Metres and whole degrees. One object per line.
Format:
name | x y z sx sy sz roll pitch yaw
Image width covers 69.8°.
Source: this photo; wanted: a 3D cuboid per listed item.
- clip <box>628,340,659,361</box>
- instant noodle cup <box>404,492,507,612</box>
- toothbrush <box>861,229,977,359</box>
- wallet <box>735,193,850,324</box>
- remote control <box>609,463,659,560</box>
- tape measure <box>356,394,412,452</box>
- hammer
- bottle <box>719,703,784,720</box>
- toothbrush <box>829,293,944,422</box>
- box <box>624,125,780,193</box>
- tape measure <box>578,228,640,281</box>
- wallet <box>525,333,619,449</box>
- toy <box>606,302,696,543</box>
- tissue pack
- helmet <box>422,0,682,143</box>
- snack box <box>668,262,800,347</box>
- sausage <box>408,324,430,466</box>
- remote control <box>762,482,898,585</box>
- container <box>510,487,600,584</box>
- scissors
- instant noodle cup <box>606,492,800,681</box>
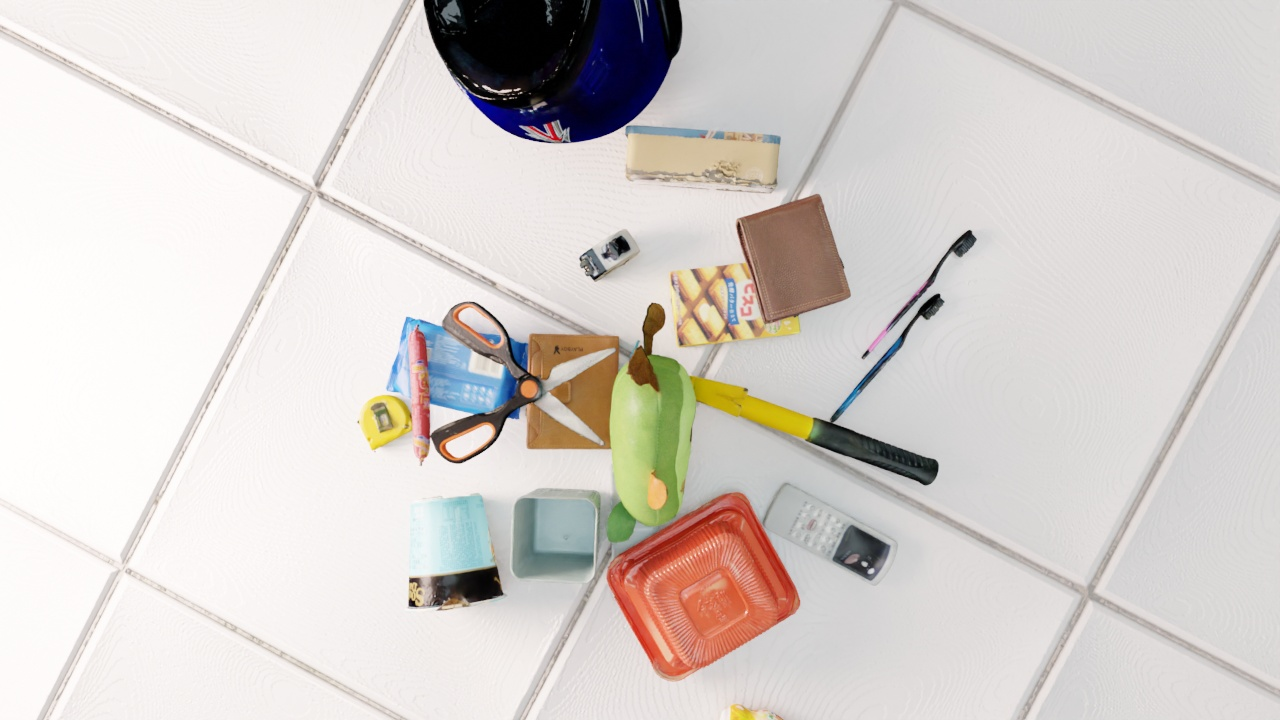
clip | -0.005 0.007 1.051 0.034 0.013 0.054 38 89 3
instant noodle cup | -0.209 0.210 1.019 0.111 0.111 0.120 -7 82 2
toothbrush | 0.315 -0.072 1.038 0.018 0.014 0.189 40 92 -10
wallet | 0.167 -0.111 1.005 0.101 0.032 0.124 -17 90 -6
remote control | -0.006 0.181 1.047 0.056 0.020 0.136 -2 89 1
tape measure | -0.295 0.068 1.055 0.060 0.029 0.057 -27 88 2
hammer | 0.187 0.076 1.007 0.300 0.129 0.033 20 88 -8
bottle | 0.141 0.422 1.020 0.108 0.063 0.063 11 90 3
toothbrush | 0.279 -0.001 1.039 0.016 0.014 0.189 39 92 -22
box | 0.061 -0.221 1.010 0.184 0.089 0.061 6 96 1
tape measure | -0.034 -0.117 1.025 0.066 0.065 0.033 -33 93 4
wallet | -0.077 0.035 1.034 0.107 0.031 0.132 2 90 -16
toy | 0.012 0.072 0.954 0.090 0.226 0.247 2 119 1
tissue pack | -0.204 0.010 1.040 0.157 0.052 0.095 12 89 2
helmet | -0.081 -0.383 0.936 0.248 0.239 0.315 0 99 24
snack box | 0.106 -0.065 1.036 0.140 0.034 0.087 -6 89 0
sausage | -0.241 0.038 1.005 0.020 0.020 0.156 -3 90 2
remote control | 0.215 0.197 1.038 0.150 0.021 0.058 27 91 3
container | -0.088 0.186 1.005 0.090 0.111 0.090 2 91 2
scissors | -0.137 0.027 0.988 0.235 0.021 0.221 -36 83 8
instant noodle cup | 0.071 0.256 1.008 0.189 0.079 0.164 -30 96 -3
